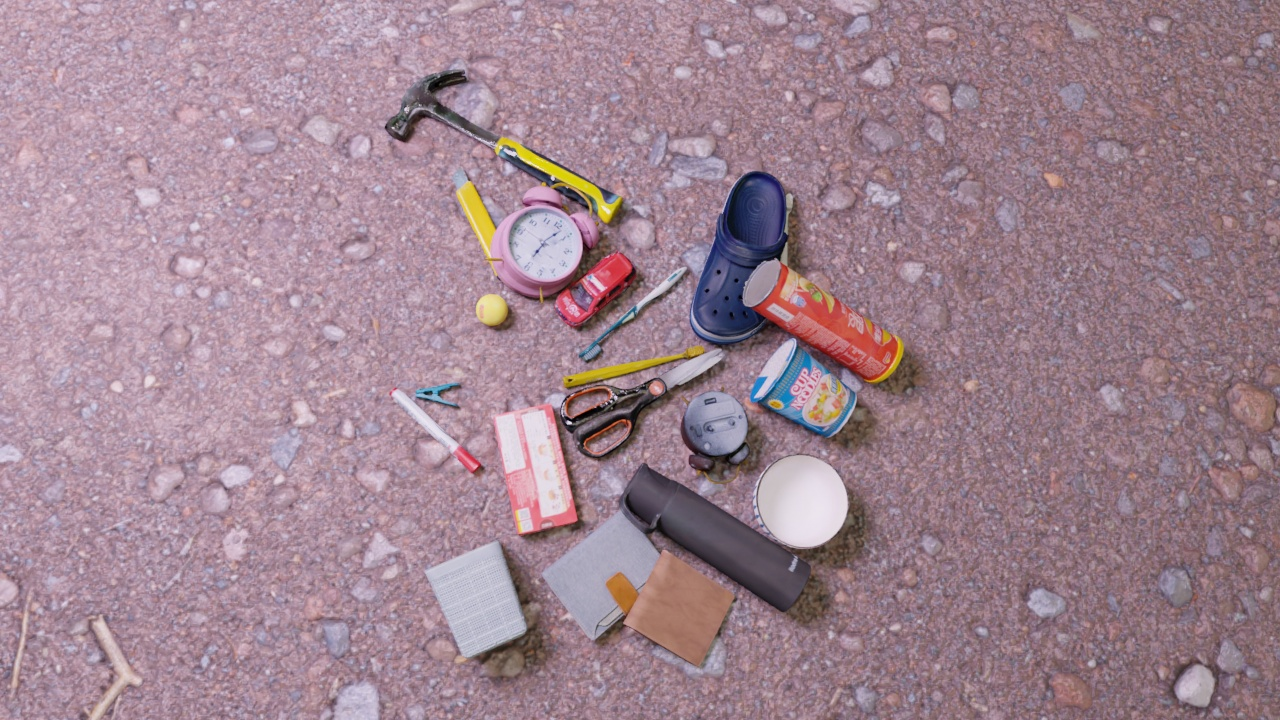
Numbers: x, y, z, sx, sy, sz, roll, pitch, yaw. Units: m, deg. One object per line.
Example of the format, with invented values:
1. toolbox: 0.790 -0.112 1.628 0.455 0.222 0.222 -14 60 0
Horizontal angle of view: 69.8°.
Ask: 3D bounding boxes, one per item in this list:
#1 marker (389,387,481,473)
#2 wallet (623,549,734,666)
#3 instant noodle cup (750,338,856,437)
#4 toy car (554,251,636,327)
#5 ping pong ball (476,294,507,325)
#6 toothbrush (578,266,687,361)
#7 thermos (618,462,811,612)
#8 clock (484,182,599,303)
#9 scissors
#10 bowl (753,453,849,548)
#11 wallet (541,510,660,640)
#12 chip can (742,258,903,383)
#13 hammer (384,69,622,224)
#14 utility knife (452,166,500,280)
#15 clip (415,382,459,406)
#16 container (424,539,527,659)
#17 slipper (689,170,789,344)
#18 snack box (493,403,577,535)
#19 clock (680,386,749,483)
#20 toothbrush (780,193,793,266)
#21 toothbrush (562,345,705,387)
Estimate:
1. marker: -0.256 0.086 1.142 0.145 0.017 0.017 42 76 4
2. wallet: 0.049 0.302 1.114 0.115 0.020 0.101 36 74 -17
3. instant noodle cup: 0.213 0.041 1.174 0.110 0.099 0.099 32 75 -6
4. toy car: -0.058 -0.095 1.194 0.120 0.045 0.053 -42 83 -12
5. ping pong ball: -0.190 -0.064 1.172 0.040 0.040 0.040 2 77 -7
6. toothbrush: -0.007 -0.062 1.207 0.191 0.016 0.018 -41 94 -13
7. thermos: 0.084 0.222 1.120 0.242 0.069 0.089 31 40 2
8. clock: -0.120 -0.158 1.182 0.117 0.060 0.158 36 71 -11
9. scissors: 0.001 0.029 1.176 0.139 0.022 0.234 40 79 6
10. bowl: 0.195 0.178 1.149 0.116 0.066 0.116 1 76 -6
11. wallet: -0.039 0.261 1.117 0.129 0.037 0.106 -37 83 -13
12. chip can: 0.233 -0.048 1.166 0.216 0.073 0.073 28 74 -22
13. hammer: -0.170 -0.282 1.230 0.323 0.032 0.126 29 76 1
14. utility knife: -0.206 -0.178 1.210 0.033 0.015 0.176 -24 80 -20
15. clip: -0.256 0.043 1.154 0.055 0.013 0.034 6 76 -8
16. container: -0.186 0.277 1.070 0.090 0.090 0.111 -22 83 -11
17. slipper: 0.142 -0.140 1.205 0.105 0.095 0.252 17 72 0
18. snack box: -0.132 0.135 1.141 0.075 0.025 0.152 -12 79 -10
19. clock: 0.094 0.095 1.162 0.082 0.055 0.122 -12 79 -10
20. toothbrush: 0.196 -0.142 1.249 0.016 0.016 0.180 7 76 -3
21. toothbrush: -0.007 0.007 1.190 0.190 0.017 0.015 -13 79 -10
